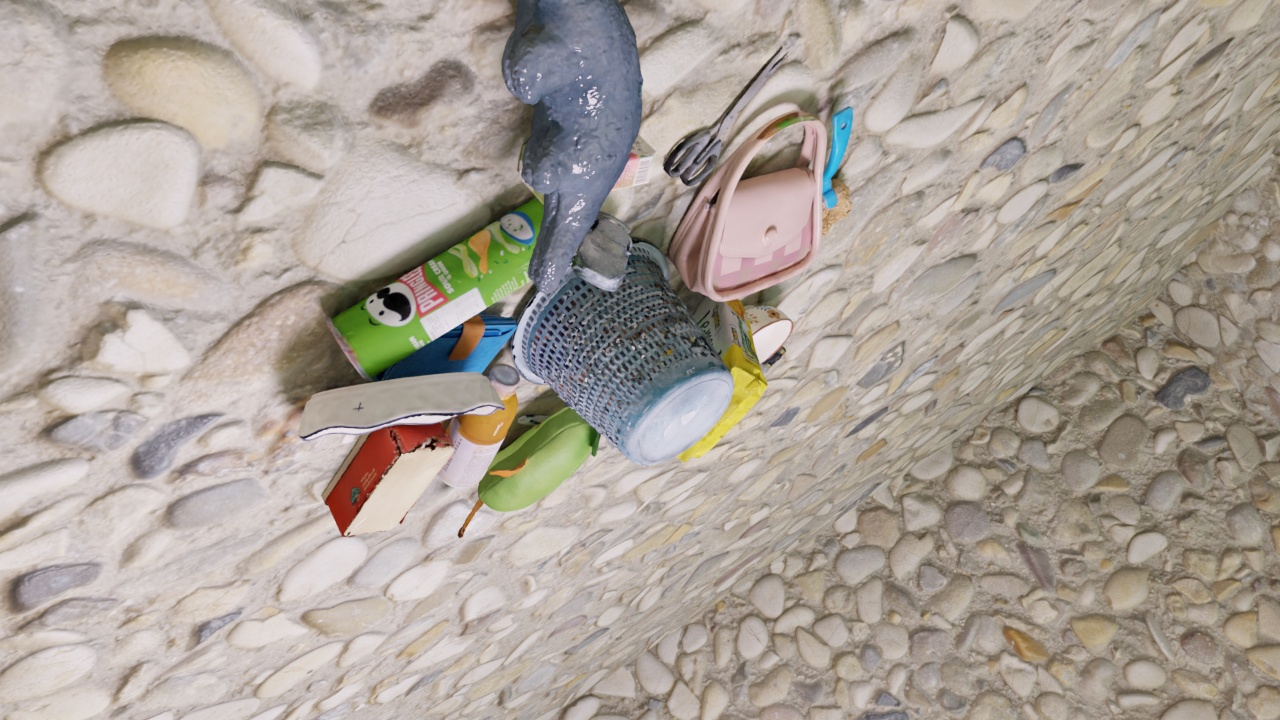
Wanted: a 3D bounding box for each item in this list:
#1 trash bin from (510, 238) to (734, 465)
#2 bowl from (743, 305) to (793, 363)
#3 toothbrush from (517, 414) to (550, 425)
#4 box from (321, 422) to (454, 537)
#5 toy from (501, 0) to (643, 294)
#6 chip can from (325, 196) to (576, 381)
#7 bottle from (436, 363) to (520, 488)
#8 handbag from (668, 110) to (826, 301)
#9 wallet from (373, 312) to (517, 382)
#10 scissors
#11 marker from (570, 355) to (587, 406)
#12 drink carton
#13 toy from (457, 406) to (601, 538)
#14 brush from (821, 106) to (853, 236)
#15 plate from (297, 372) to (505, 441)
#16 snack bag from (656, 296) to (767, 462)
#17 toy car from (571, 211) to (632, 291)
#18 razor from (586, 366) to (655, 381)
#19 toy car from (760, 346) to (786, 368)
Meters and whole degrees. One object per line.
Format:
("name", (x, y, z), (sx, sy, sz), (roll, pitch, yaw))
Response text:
("trash bin", (-0.006, 0.006, 1.065), (0.226, 0.195, 0.227), (-29, 149, -20))
("bowl", (0.167, -0.043, 1.378), (0.113, 0.062, 0.114), (-28, 152, -16))
("toothbrush", (-0.109, 0.088, 1.304), (0.016, 0.018, 0.191), (-47, 153, 22))
("box", (-0.294, 0.140, 1.086), (0.091, 0.079, 0.169), (0, 137, -51))
("toy", (-0.058, -0.219, 0.733), (0.137, 0.091, 0.357), (-37, 142, -30))
("chip can", (-0.179, -0.070, 0.882), (0.236, 0.072, 0.072), (-32, 154, -9))
("bottle", (-0.196, 0.080, 1.120), (0.067, 0.068, 0.190), (-11, 145, -42))
("handbag", (0.145, -0.193, 1.089), (0.192, 0.093, 0.235), (-21, 143, -32))
("wallet", (-0.208, -0.012, 0.989), (0.132, 0.040, 0.107), (-4, 144, -50))
("scissors", (0.096, -0.257, 0.987), (0.172, 0.014, 0.145), (-32, 153, -15))
("marker", (-0.083, 0.036, 1.246), (0.022, 0.018, 0.131), (-45, 162, -29))
("drink carton", (-0.049, -0.187, 0.869), (0.122, 0.053, 0.046), (-19, 145, -32))
("toy", (-0.148, 0.144, 1.253), (0.247, 0.090, 0.226), (-38, 173, 18))
("brush", (0.241, -0.233, 1.155), (0.083, 0.046, 0.255), (-29, 160, -7))
("plate", (-0.242, 0.046, 0.930), (0.205, 0.045, 0.205), (-9, 176, -1))
("snack bag", (0.090, 0.014, 1.210), (0.068, 0.246, 0.158), (31, 117, -20))
("toy car", (-0.037, -0.114, 0.947), (0.037, 0.054, 0.120), (-54, -166, 32))
("razor", (-0.021, 0.023, 1.302), (0.142, 0.022, 0.043), (-20, 118, -34))
("toy car", (0.204, -0.015, 1.503), (0.042, 0.035, 0.090), (-48, 152, 20))
